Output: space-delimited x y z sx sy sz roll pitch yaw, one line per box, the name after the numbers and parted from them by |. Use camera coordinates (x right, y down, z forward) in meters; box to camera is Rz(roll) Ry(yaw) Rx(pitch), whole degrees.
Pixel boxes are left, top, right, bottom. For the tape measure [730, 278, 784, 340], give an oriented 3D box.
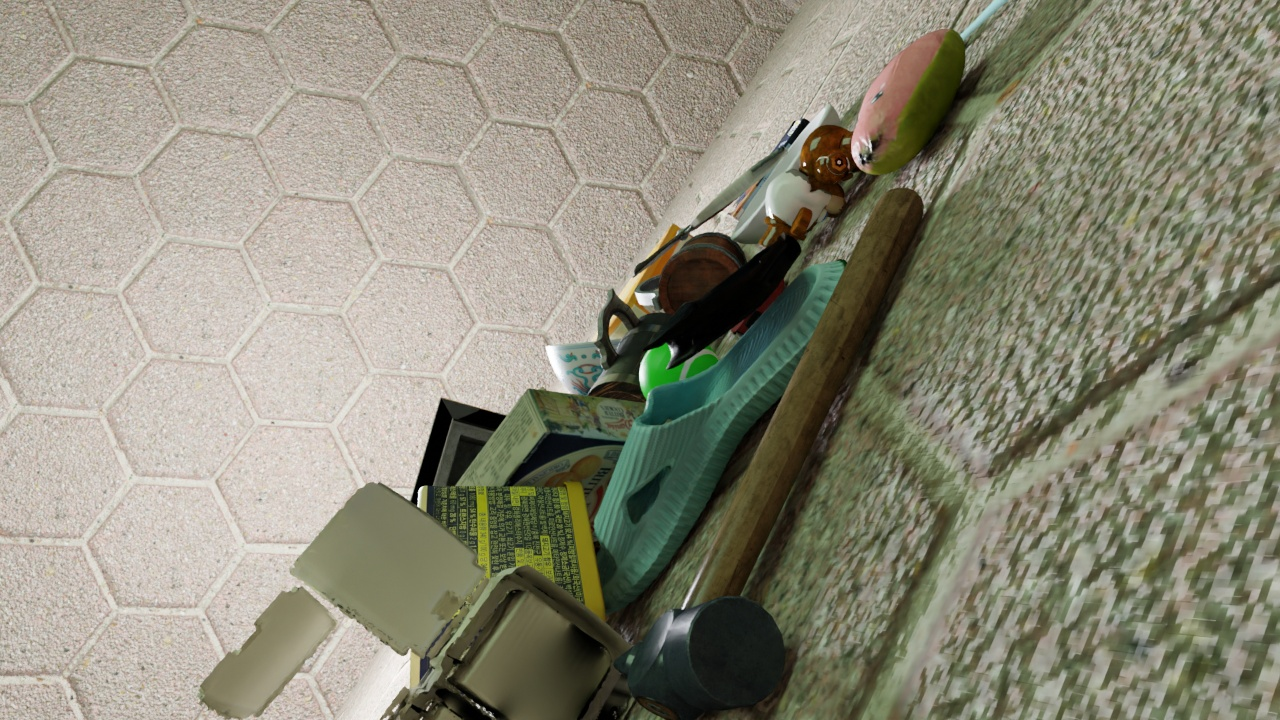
0.097 -0.047 0.749 0.052 0.019 0.058 -49 17 34 | tape measure

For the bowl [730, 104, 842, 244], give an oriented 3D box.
0.144 -0.162 0.847 0.149 0.043 0.149 -54 4 5 | bowl

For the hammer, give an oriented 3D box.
0.080 0.027 0.461 0.320 0.040 0.130 -58 3 -29 | hammer

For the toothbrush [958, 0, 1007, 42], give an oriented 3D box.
0.262 -0.262 0.632 0.016 0.016 0.181 -49 3 -26 | toothbrush

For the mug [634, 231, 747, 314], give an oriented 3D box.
0.048 -0.075 0.885 0.117 0.081 0.111 -16 16 15 | mug

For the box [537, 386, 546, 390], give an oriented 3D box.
-0.089 0.050 0.923 0.067 0.057 0.187 -17 -3 -13 | box

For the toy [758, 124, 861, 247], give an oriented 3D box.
0.137 -0.134 0.723 0.087 0.067 0.113 -96 32 -79 | toy

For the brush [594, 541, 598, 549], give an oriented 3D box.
-0.059 0.176 0.666 0.048 0.017 0.127 -67 1 -59 | brush

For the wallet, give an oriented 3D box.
0.056 -0.038 0.585 0.089 0.026 0.114 -36 5 29 | wallet

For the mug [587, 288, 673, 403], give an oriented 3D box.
-0.005 0.005 0.807 0.080 0.116 0.107 -28 22 37 | mug

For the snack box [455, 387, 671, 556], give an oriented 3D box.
-0.054 0.089 0.671 0.145 0.144 0.042 -52 48 29 | snack box

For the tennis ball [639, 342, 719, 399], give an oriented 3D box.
0.032 0.012 0.720 0.065 0.065 0.065 -55 7 10 | tennis ball

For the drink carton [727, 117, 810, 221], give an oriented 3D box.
0.151 -0.201 1.005 0.130 0.040 0.064 -55 8 9 | drink carton

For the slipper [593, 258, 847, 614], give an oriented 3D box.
0.033 0.039 0.587 0.276 0.069 0.116 -54 4 11 | slipper

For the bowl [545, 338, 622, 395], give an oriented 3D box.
-0.021 0.015 0.941 0.144 0.144 0.074 -176 80 -82 | bowl

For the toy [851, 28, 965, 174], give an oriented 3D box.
0.180 -0.172 0.623 0.109 0.051 0.090 -61 7 -33 | toy

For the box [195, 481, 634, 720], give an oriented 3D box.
-0.105 0.160 0.458 0.143 0.180 0.081 -52 11 -28 | box

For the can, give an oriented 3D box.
-0.085 0.138 0.561 0.135 0.104 0.075 -108 23 -57 | can

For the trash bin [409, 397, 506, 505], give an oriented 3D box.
-0.142 0.131 0.880 0.247 0.142 0.142 154 131 -76 | trash bin

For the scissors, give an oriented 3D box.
0.074 -0.152 0.904 0.198 0.015 0.180 -43 5 -39 | scissors

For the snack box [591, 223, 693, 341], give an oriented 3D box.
0.009 -0.053 1.111 0.145 0.080 0.194 -50 8 38 | snack box
